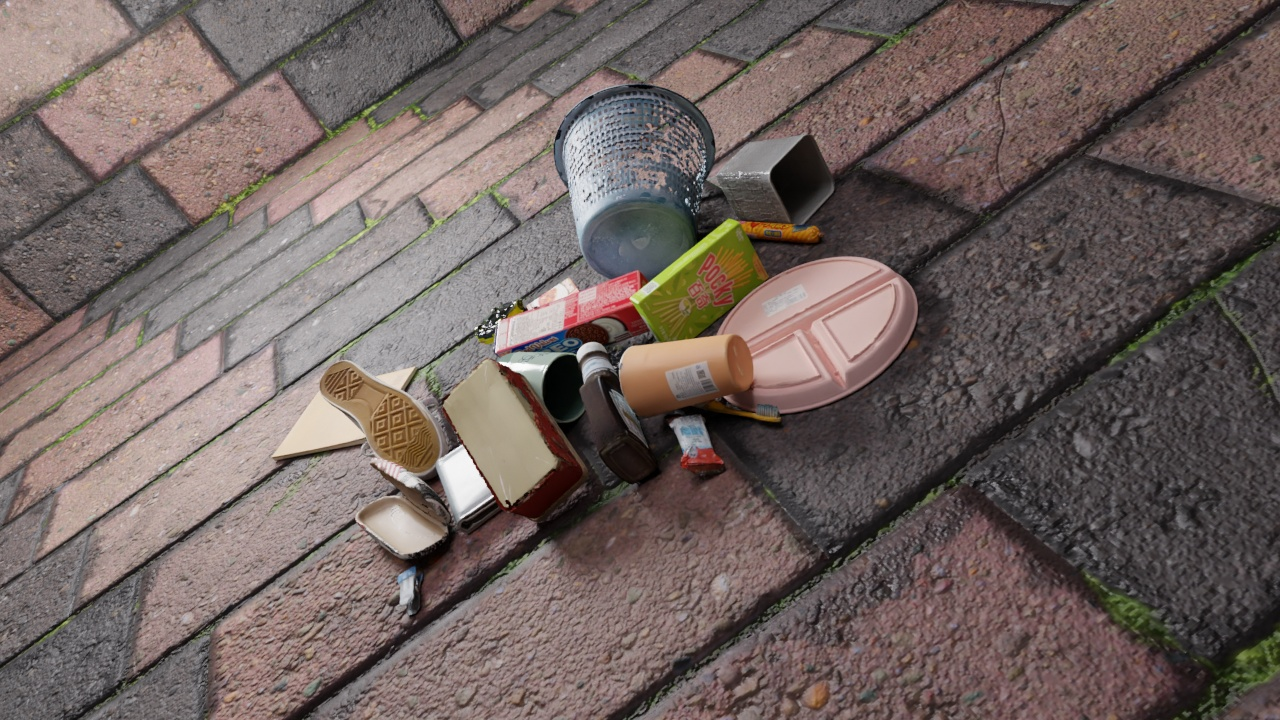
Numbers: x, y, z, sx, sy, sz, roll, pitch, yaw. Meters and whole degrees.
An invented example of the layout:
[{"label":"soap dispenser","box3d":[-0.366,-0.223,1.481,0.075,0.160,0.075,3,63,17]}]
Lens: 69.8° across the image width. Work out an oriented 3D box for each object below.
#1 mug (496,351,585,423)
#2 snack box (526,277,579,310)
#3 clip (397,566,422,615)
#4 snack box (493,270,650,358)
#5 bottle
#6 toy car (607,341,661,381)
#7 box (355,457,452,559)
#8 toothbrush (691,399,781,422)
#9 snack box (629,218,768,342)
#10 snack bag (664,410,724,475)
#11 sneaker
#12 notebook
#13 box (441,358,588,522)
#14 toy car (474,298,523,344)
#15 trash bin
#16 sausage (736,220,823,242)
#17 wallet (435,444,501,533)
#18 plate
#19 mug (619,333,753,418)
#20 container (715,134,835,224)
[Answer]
[{"label":"mug","box3d":[-0.115,0.025,1.103,0.106,0.082,0.111,1,25,42]},{"label":"snack box","box3d":[-0.102,-0.058,1.244,0.075,0.025,0.153,-34,32,-1]},{"label":"clip","box3d":[-0.245,0.246,0.977,0.025,0.036,0.057,-30,28,2]},{"label":"snack box","box3d":[-0.080,-0.045,1.135,0.208,0.057,0.058,-18,49,20]},{"label":"bottle","box3d":[-0.034,0.046,0.990,0.044,0.080,0.194,-35,37,9]},{"label":"toy car","box3d":[-0.006,0.006,1.072,0.106,0.031,0.048,-6,45,42]},{"label":"box","box3d":[-0.279,0.173,1.051,0.162,0.076,0.086,14,61,47]},{"label":"toothbrush","box3d":[0.073,0.043,0.963,0.016,0.018,0.192,-9,12,-40]},{"label":"snack box","box3d":[0.071,-0.086,1.078,0.156,0.086,0.026,-39,31,-10]},{"label":"snack bag","box3d":[0.053,0.079,0.925,0.045,0.026,0.105,-7,30,-5]},{"label":"sneaker","box3d":[-0.323,0.083,1.198,0.241,0.088,0.118,32,80,32]},{"label":"notebook","box3d":[-0.442,0.078,1.373,0.212,0.012,0.149,-12,37,29]},{"label":"box","box3d":[-0.139,0.080,0.979,0.091,0.078,0.168,-43,58,7]},{"label":"toy car","box3d":[-0.199,-0.055,1.321,0.048,0.032,0.105,-16,25,25]},{"label":"trash bin","box3d":[-0.006,-0.217,1.226,0.227,0.226,0.194,-19,48,20]},{"label":"sausage","box3d":[0.165,-0.163,1.156,0.165,0.021,0.021,14,55,49]},{"label":"wallet","box3d":[-0.181,0.127,1.060,0.106,0.037,0.129,-36,34,-3]},{"label":"plate","box3d":[0.176,-0.035,0.973,0.230,0.028,0.229,-23,34,16]},{"label":"mug","box3d":[0.049,0.012,0.943,0.123,0.078,0.078,-12,38,34]},{"label":"container","box3d":[0.170,-0.231,1.183,0.090,0.090,0.114,-45,31,-20]}]
